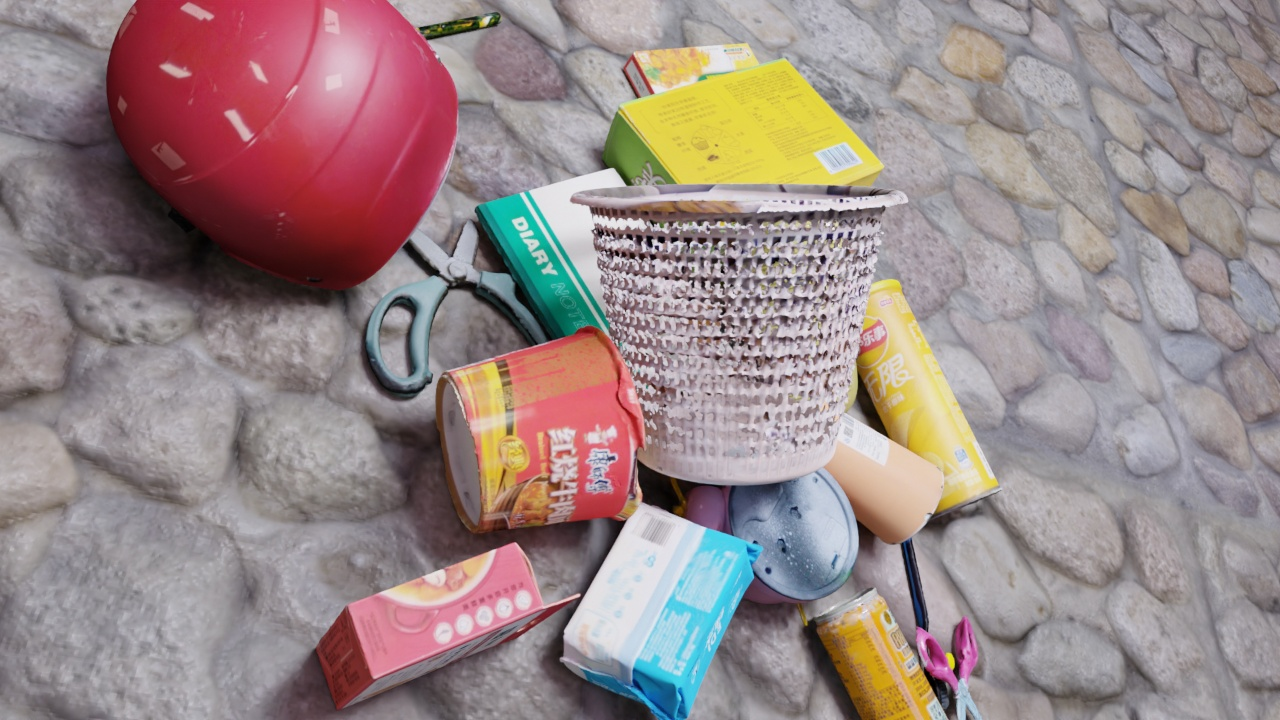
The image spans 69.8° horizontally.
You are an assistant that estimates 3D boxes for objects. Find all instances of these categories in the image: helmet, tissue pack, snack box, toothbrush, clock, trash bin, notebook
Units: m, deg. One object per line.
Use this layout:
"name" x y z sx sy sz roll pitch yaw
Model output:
"helmet" -0.246 -0.174 0.592 0.240 0.144 0.207 28 85 5
"tissue pack" 0.016 0.167 0.623 0.090 0.063 0.139 17 55 22
"snack box" 0.064 -0.280 0.934 0.155 0.027 0.077 -18 75 -34
"snack box" 0.094 -0.183 0.843 0.209 0.070 0.157 -25 68 -29
"toothbrush" -0.197 -0.287 0.802 0.185 0.017 0.012 -28 73 -37
"snack box" -0.117 0.155 0.545 0.126 0.113 0.044 -14 70 -34
"clock" 0.090 0.121 0.711 0.158 0.060 0.117 41 54 -5
"trash bin" 0.066 -0.025 0.648 0.227 0.228 0.192 -9 106 -32
"notebook" -0.025 -0.060 0.759 0.150 0.012 0.209 -25 78 -37
"toothbrush" 0.236 0.198 0.777 0.016 0.014 0.189 11 59 -25

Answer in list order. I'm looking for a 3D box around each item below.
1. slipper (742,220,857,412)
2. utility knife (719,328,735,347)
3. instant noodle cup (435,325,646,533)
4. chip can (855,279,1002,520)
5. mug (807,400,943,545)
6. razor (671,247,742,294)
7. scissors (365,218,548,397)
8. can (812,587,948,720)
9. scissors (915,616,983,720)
"slipper" 0.137 -0.038 0.799 0.091 0.081 0.190 -10 102 1
"utility knife" -0.004 0.004 0.754 0.212 0.022 0.031 -20 72 -30
"instant noodle cup" -0.073 0.051 0.621 0.108 0.138 0.137 -10 69 -23
"chip can" 0.248 0.034 0.836 0.072 0.072 0.213 -12 71 -33
"mug" 0.179 0.088 0.763 0.122 0.078 0.078 35 53 -9
"razor" 0.083 -0.065 0.831 0.142 0.022 0.042 30 56 -12
"scissors" -0.135 -0.028 0.695 0.170 0.019 0.178 42 54 -4
"can" 0.189 0.250 0.694 0.058 0.058 0.146 -17 73 -34
"scissors" 0.259 0.260 0.742 0.133 0.017 0.134 57 37 -10
